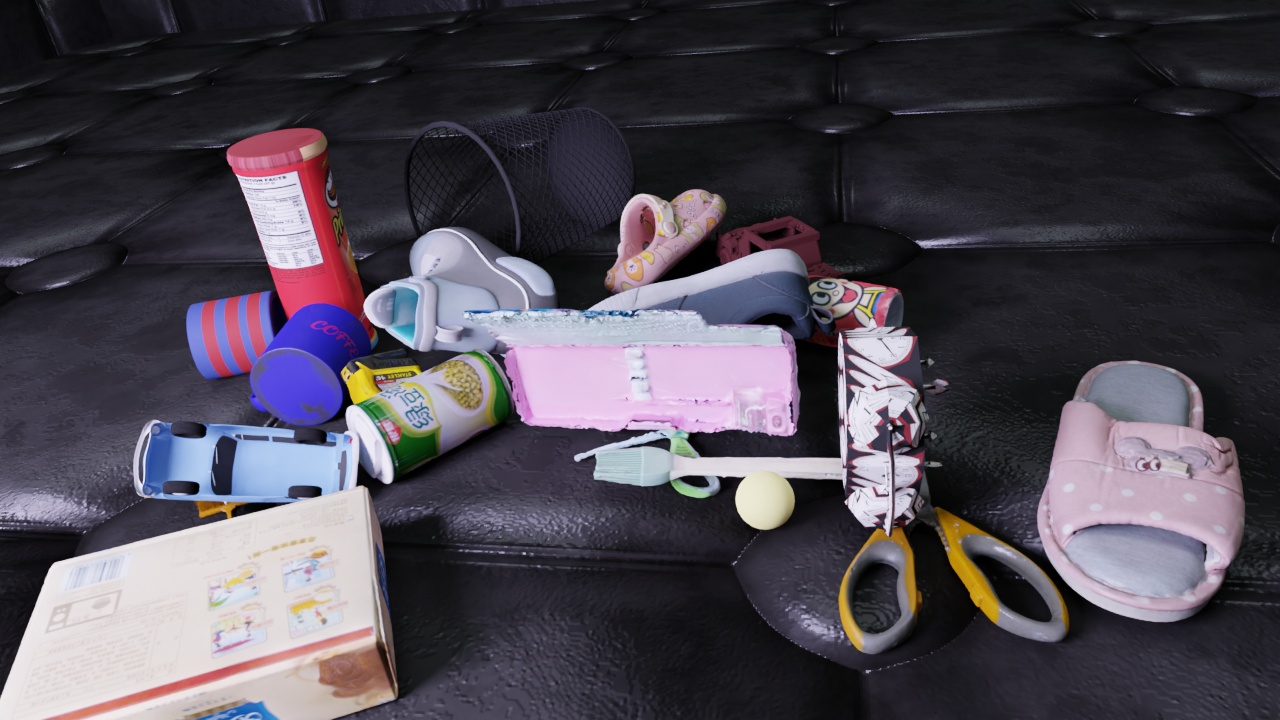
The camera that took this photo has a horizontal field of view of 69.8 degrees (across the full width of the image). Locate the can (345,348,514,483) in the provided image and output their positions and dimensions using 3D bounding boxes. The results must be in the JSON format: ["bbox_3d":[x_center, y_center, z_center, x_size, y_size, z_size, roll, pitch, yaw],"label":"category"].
[{"bbox_3d":[-0.170,0.044,0.742,0.120,0.067,0.067,-28,37,-33],"label":"can"}]

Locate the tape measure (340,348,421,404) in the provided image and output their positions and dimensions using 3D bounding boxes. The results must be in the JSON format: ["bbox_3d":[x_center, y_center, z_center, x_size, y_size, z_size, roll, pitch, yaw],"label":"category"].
[{"bbox_3d":[-0.217,0.026,0.791,0.065,0.037,0.064,-20,68,-48],"label":"tape measure"}]

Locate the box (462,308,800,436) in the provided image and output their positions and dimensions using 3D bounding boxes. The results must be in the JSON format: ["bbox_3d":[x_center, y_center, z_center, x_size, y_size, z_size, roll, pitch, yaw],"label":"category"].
[{"bbox_3d":[-0.002,-0.006,0.689,0.231,0.161,0.061,1,54,18],"label":"box"}]

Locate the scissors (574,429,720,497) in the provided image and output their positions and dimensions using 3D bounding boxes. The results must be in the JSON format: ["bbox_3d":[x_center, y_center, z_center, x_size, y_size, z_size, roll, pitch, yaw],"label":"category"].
[{"bbox_3d":[0.030,0.057,0.737,0.172,0.021,0.171,-18,35,-11],"label":"scissors"}]

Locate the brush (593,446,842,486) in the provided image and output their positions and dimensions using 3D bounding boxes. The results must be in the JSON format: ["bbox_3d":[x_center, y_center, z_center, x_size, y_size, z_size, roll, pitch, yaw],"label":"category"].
[{"bbox_3d":[0.075,0.078,0.671,0.217,0.012,0.033,1,33,0],"label":"brush"}]

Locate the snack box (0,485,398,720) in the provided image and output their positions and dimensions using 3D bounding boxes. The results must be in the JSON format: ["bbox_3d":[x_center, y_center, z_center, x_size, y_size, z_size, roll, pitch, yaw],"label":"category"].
[{"bbox_3d":[-0.261,0.165,0.566,0.207,0.055,0.153,-14,31,-12],"label":"snack box"}]

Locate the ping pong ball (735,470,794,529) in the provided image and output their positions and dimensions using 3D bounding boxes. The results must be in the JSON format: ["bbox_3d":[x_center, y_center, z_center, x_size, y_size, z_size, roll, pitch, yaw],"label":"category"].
[{"bbox_3d":[0.085,0.096,0.629,0.040,0.040,0.040,-5,31,3],"label":"ping pong ball"}]

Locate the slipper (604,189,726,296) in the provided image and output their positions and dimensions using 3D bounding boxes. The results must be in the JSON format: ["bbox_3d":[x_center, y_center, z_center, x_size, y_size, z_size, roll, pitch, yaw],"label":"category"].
[{"bbox_3d":[0.019,-0.142,0.983,0.093,0.081,0.196,-22,19,44],"label":"slipper"}]

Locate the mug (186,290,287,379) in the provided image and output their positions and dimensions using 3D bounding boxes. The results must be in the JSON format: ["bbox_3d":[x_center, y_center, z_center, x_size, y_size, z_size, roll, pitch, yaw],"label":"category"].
[{"bbox_3d":[-0.390,-0.026,0.911,0.076,0.075,0.112,-11,4,-7],"label":"mug"}]

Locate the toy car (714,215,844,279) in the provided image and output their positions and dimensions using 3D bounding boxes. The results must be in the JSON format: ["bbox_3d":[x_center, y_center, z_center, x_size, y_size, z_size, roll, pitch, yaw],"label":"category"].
[{"bbox_3d":[0.138,-0.109,0.943,0.070,0.062,0.170,-17,32,-17],"label":"toy car"}]

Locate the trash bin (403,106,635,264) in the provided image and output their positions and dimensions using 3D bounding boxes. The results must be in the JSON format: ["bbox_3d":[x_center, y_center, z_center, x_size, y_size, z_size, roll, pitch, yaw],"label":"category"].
[{"bbox_3d":[-0.126,-0.198,1.045,0.184,0.184,0.209,19,33,36],"label":"trash bin"}]

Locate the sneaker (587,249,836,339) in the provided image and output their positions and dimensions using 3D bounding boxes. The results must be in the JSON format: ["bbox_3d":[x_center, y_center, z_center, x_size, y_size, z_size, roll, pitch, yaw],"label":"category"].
[{"bbox_3d":[0.046,-0.021,0.797,0.236,0.089,0.087,-18,62,12],"label":"sneaker"}]

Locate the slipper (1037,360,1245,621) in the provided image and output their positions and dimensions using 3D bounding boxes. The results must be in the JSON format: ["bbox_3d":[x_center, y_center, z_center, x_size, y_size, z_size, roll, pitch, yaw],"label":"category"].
[{"bbox_3d":[0.335,0.065,0.618,0.114,0.054,0.273,8,33,24],"label":"slipper"}]

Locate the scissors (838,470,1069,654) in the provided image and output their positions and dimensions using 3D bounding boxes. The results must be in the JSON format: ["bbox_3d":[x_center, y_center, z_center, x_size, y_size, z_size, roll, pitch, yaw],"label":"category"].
[{"bbox_3d":[0.173,0.111,0.607,0.175,0.016,0.225,-13,33,-11],"label":"scissors"}]

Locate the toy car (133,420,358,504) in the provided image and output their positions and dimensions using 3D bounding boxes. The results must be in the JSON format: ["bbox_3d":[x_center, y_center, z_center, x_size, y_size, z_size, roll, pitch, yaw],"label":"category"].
[{"bbox_3d":[-0.291,0.078,0.686,0.153,0.056,0.055,5,-15,-16],"label":"toy car"}]

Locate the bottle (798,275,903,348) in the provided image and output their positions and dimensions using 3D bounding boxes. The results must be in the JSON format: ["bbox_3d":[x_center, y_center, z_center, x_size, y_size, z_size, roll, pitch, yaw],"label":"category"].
[{"bbox_3d":[0.163,-0.046,0.833,0.138,0.062,0.061,13,36,29],"label":"bottle"}]

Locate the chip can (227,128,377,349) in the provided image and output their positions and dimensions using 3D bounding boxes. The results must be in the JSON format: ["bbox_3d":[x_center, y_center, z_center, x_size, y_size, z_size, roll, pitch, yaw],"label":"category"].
[{"bbox_3d":[-0.317,-0.105,0.878,0.087,0.214,0.087,-5,31,3],"label":"chip can"}]

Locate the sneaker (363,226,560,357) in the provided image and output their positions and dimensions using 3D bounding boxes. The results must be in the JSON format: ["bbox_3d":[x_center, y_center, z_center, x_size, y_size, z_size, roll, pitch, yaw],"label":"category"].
[{"bbox_3d":[-0.200,-0.067,0.871,0.160,0.093,0.257,-5,24,-39],"label":"sneaker"}]

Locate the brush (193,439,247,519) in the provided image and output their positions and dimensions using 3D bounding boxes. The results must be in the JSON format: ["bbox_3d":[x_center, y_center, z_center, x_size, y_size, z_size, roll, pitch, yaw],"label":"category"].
[{"bbox_3d":[-0.329,0.100,0.726,0.048,0.017,0.126,-18,32,-18],"label":"brush"}]

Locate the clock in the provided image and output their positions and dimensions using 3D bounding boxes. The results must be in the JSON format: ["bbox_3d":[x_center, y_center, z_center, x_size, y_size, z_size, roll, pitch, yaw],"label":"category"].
[{"bbox_3d":[0.164,0.044,0.593,0.065,0.115,0.154,-2,33,10],"label":"clock"}]

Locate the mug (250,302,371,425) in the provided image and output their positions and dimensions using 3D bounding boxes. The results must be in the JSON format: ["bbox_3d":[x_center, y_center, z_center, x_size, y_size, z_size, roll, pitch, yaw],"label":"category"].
[{"bbox_3d":[-0.307,0.010,0.828,0.111,0.079,0.083,-29,25,19],"label":"mug"}]
